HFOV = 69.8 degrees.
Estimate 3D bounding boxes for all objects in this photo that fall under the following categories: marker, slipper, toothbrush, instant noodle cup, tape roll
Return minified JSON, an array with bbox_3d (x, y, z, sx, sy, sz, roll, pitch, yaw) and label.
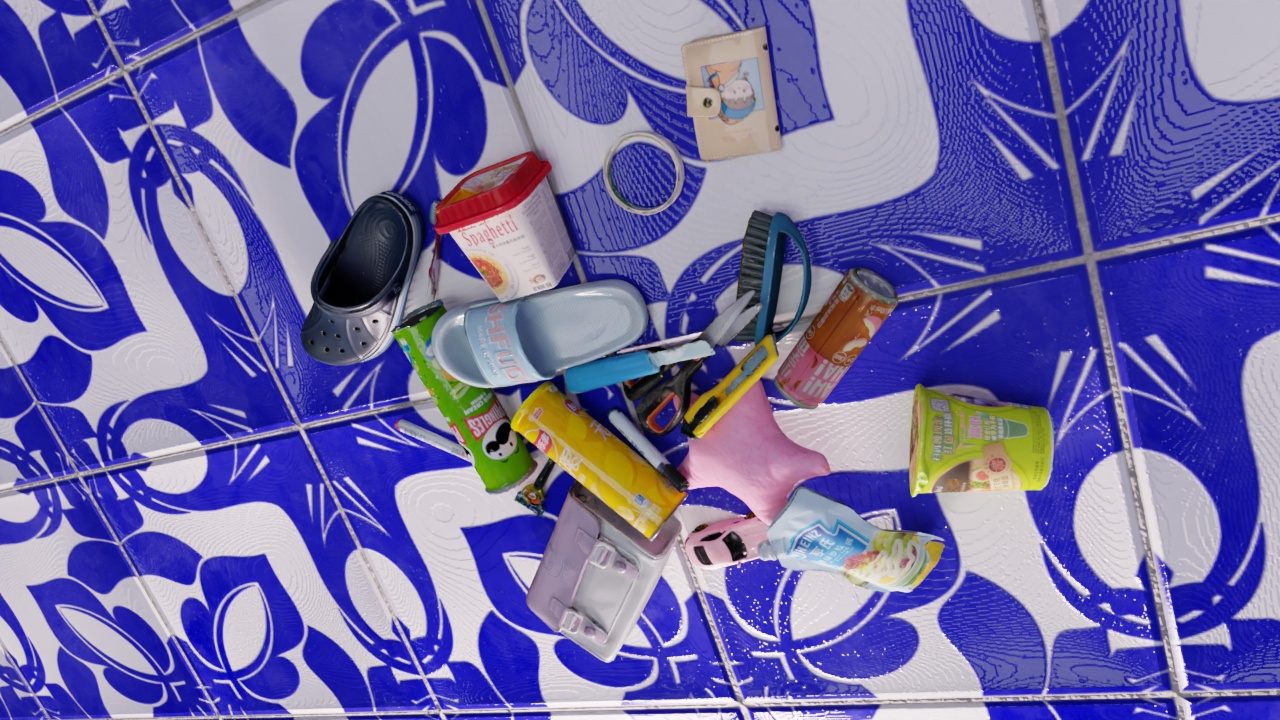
[{"bbox_3d":[-0.252,0.108,1.184,0.145,0.017,0.017,22,120,11],"label":"marker"},{"bbox_3d":[-0.334,-0.083,1.086,0.105,0.095,0.253,38,118,5],"label":"slipper"},{"bbox_3d":[-0.249,-0.102,1.086,0.017,0.016,0.188,29,123,26],"label":"toothbrush"},{"bbox_3d":[0.008,0.100,1.050,0.130,0.018,0.023,45,145,23],"label":"marker"},{"bbox_3d":[0.330,0.081,0.894,0.123,0.111,0.112,3,114,12],"label":"instant noodle cup"},{"bbox_3d":[0.003,-0.193,0.945,0.086,0.013,0.086,9,116,18],"label":"tape roll"},{"bbox_3d":[-0.136,-0.138,0.975,0.117,0.116,0.124,-14,119,26],"label":"instant noodle cup"},{"bbox_3d":[-0.111,-0.025,1.010,0.245,0.074,0.104,-13,109,9],"label":"slipper"}]

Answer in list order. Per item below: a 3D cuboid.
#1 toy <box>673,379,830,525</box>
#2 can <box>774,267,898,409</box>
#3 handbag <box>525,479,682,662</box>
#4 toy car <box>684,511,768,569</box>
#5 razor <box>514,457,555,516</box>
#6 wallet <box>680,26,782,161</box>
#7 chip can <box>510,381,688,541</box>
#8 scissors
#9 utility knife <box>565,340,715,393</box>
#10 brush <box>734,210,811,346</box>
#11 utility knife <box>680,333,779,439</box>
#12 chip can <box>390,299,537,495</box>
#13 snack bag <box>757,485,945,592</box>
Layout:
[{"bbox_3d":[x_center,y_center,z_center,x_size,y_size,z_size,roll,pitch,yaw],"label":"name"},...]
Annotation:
[{"bbox_3d":[0.116,0.091,0.984,0.195,0.074,0.179,20,121,34],"label":"toy"},{"bbox_3d":[0.195,-0.021,0.922,0.058,0.057,0.148,33,121,4],"label":"can"},{"bbox_3d":[-0.052,0.256,1.132,0.145,0.098,0.197,30,120,13],"label":"handbag"},{"bbox_3d":[0.108,0.214,1.079,0.123,0.037,0.056,-21,106,27],"label":"toy car"},{"bbox_3d":[-0.117,0.140,1.142,0.042,0.022,0.143,32,121,3],"label":"razor"},{"bbox_3d":[0.085,-0.253,0.880,0.087,0.024,0.115,-5,113,18],"label":"wallet"},{"bbox_3d":[-0.049,0.116,1.063,0.213,0.071,0.072,39,121,8],"label":"chip can"},{"bbox_3d":[0.045,-0.014,0.971,0.152,0.021,0.235,44,128,32],"label":"scissors"},{"bbox_3d":[-0.006,0.006,1.002,0.226,0.018,0.034,-13,100,44],"label":"utility knife"},{"bbox_3d":[0.134,-0.078,0.922,0.073,0.055,0.144,13,117,17],"label":"brush"},{"bbox_3d":[0.090,0.029,0.947,0.157,0.015,0.033,-49,59,29],"label":"utility knife"},{"bbox_3d":[-0.209,0.046,1.098,0.072,0.072,0.236,-18,109,27],"label":"chip can"},{"bbox_3d":[0.222,0.198,0.981,0.191,0.038,0.111,19,133,-17],"label":"snack bag"}]
